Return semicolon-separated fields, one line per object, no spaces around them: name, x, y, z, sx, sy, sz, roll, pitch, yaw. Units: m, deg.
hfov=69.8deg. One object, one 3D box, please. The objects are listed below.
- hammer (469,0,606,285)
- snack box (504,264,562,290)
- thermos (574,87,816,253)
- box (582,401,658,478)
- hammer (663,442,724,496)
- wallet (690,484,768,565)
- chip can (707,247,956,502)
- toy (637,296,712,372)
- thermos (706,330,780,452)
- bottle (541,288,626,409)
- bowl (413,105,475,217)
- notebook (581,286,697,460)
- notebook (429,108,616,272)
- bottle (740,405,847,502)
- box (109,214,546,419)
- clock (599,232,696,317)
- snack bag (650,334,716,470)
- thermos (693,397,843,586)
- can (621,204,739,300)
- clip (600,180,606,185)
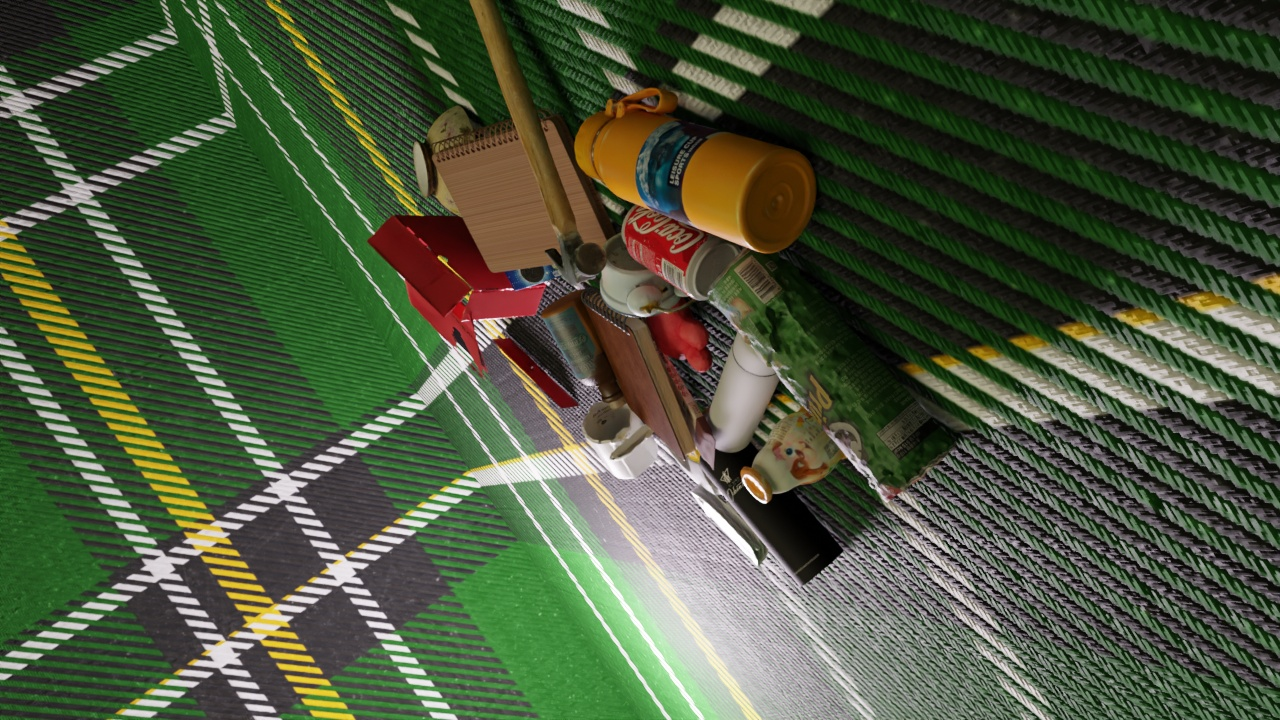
hammer;-0.111;-0.232;0.901;0.132;0.033;0.330;175;75;-78
snack box;-0.151;-0.163;1.126;0.082;0.027;0.150;-16;114;23
thermos;0.036;-0.159;0.733;0.076;0.091;0.233;31;-179;-42
box;-0.014;0.112;1.207;0.143;0.083;0.137;47;172;46
hammer;0.031;0.024;1.082;0.127;0.029;0.324;19;138;59
wallet;0.116;0.204;1.168;0.116;0.032;0.086;43;167;25
chip can;0.145;0.004;0.726;0.223;0.075;0.076;50;159;14
toy;0.032;-0.037;0.954;0.135;0.045;0.092;45;160;42
thermos;0.102;0.023;0.881;0.052;0.052;0.225;48;159;18
bottle;-0.061;-0.009;1.174;0.157;0.067;0.068;61;159;-16
bowl;-0.250;-0.248;1.172;0.145;0.063;0.145;167;90;-69
notebook;-0.006;0.006;1.036;0.167;0.024;0.225;67;170;-18
notebook;-0.135;-0.185;1.033;0.211;0.022;0.169;-2;122;42
bottle;0.139;0.079;0.805;0.063;0.109;0.063;47;158;25
box;-0.389;-0.056;1.210;0.215;0.509;0.141;41;140;32
clock;0.009;-0.079;0.893;0.117;0.083;0.057;41;149;37
snack bag;0.045;0.043;0.985;0.057;0.013;0.157;89;157;-49
thermos;0.121;0.136;1.001;0.231;0.061;0.061;50;159;15
can;0.035;-0.102;0.822;0.105;0.064;0.064;38;154;39
clip;-0.034;-0.189;0.892;0.054;0.044;0.050;48;134;16
